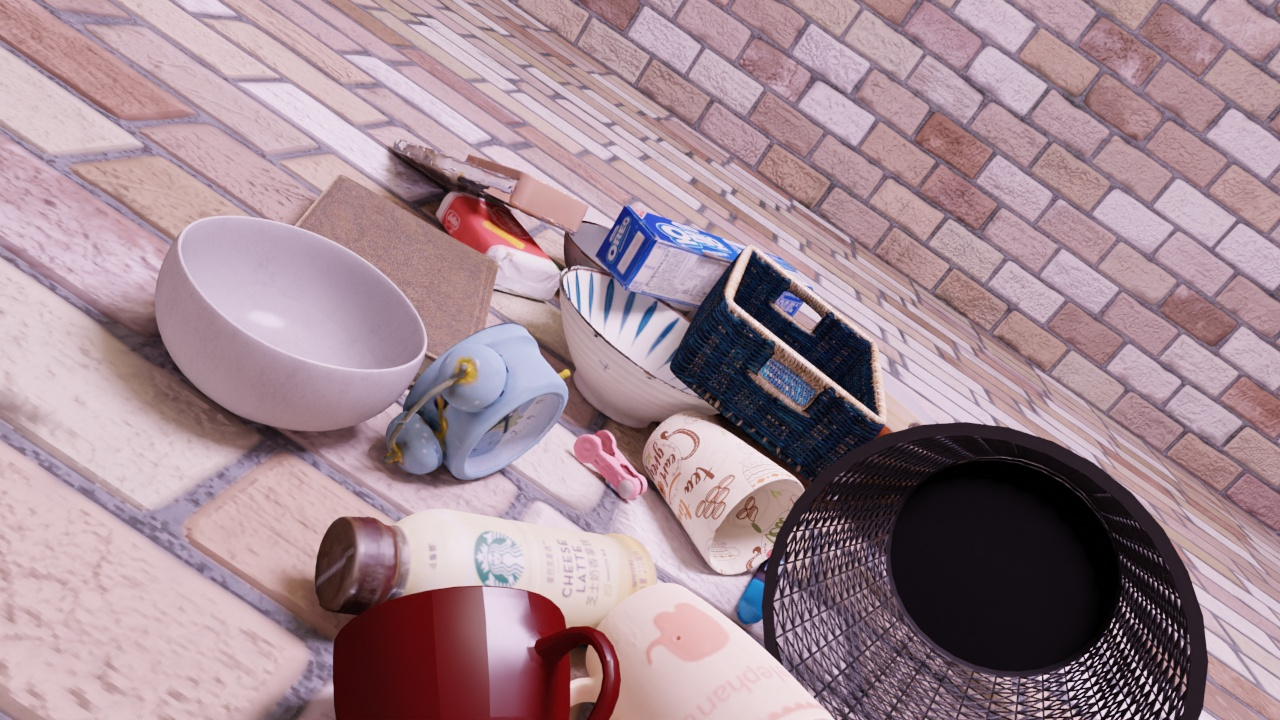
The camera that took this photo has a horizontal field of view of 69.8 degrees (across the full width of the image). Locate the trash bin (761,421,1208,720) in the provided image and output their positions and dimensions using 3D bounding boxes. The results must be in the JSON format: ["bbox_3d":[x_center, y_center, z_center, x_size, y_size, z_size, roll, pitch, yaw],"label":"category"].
[{"bbox_3d":[0.219,0.147,0.586,0.217,0.217,0.243,43,15,21],"label":"trash bin"}]

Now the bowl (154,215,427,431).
[{"bbox_3d":[-0.187,-0.012,0.484,0.132,0.064,0.131,30,22,-14],"label":"bowl"}]

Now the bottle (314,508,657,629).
[{"bbox_3d":[-0.067,0.102,0.429,0.162,0.057,0.056,18,26,-40],"label":"bottle"}]

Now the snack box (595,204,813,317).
[{"bbox_3d":[0.064,-0.079,0.830,0.226,0.060,0.059,9,34,-46],"label":"snack box"}]

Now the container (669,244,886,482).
[{"bbox_3d":[0.109,-0.003,0.710,0.145,0.071,0.187,38,22,-3],"label":"container"}]

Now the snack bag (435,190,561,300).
[{"bbox_3d":[-0.128,-0.104,0.831,0.077,0.036,0.116,11,31,-48],"label":"snack bag"}]

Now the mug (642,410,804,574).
[{"bbox_3d":[0.062,0.094,0.651,0.097,0.081,0.122,44,1,42],"label":"mug"}]

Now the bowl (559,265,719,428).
[{"bbox_3d":[-0.004,0.004,0.730,0.177,0.071,0.177,30,20,-12],"label":"bowl"}]

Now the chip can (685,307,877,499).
[{"bbox_3d":[0.120,0.032,0.840,0.210,0.062,0.062,46,23,28],"label":"chip can"}]

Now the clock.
[{"bbox_3d":[-0.093,0.026,0.518,0.051,0.089,0.124,49,21,18],"label":"clock"}]

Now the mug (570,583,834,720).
[{"bbox_3d":[0.013,0.160,0.409,0.111,0.085,0.104,-15,36,-28],"label":"mug"}]

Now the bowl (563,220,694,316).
[{"bbox_3d":[-0.020,-0.073,0.901,0.150,0.057,0.150,31,20,-13],"label":"bowl"}]

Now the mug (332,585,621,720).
[{"bbox_3d":[-0.053,0.133,0.320,0.087,0.114,0.088,37,31,-46],"label":"mug"}]

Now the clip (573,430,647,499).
[{"bbox_3d":[-0.021,0.072,0.625,0.058,0.022,0.035,44,18,18],"label":"clip"}]

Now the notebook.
[{"bbox_3d":[-0.159,-0.047,0.656,0.190,0.035,0.215,30,21,-16],"label":"notebook"}]

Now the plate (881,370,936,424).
[{"bbox_3d":[0.259,0.038,0.946,0.173,0.019,0.172,43,4,-4],"label":"plate"}]

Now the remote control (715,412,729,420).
[{"bbox_3d":[0.093,0.048,0.874,0.124,0.010,0.039,23,23,-31],"label":"remote control"}]

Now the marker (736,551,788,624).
[{"bbox_3d":[0.085,0.150,0.626,0.018,0.015,0.122,41,18,9],"label":"marker"}]

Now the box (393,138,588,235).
[{"bbox_3d":[-0.149,-0.177,0.879,0.148,0.043,0.216,28,3,-30],"label":"box"}]

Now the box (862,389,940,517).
[{"bbox_3d":[0.269,0.117,0.875,0.247,0.096,0.261,45,-2,30],"label":"box"}]
